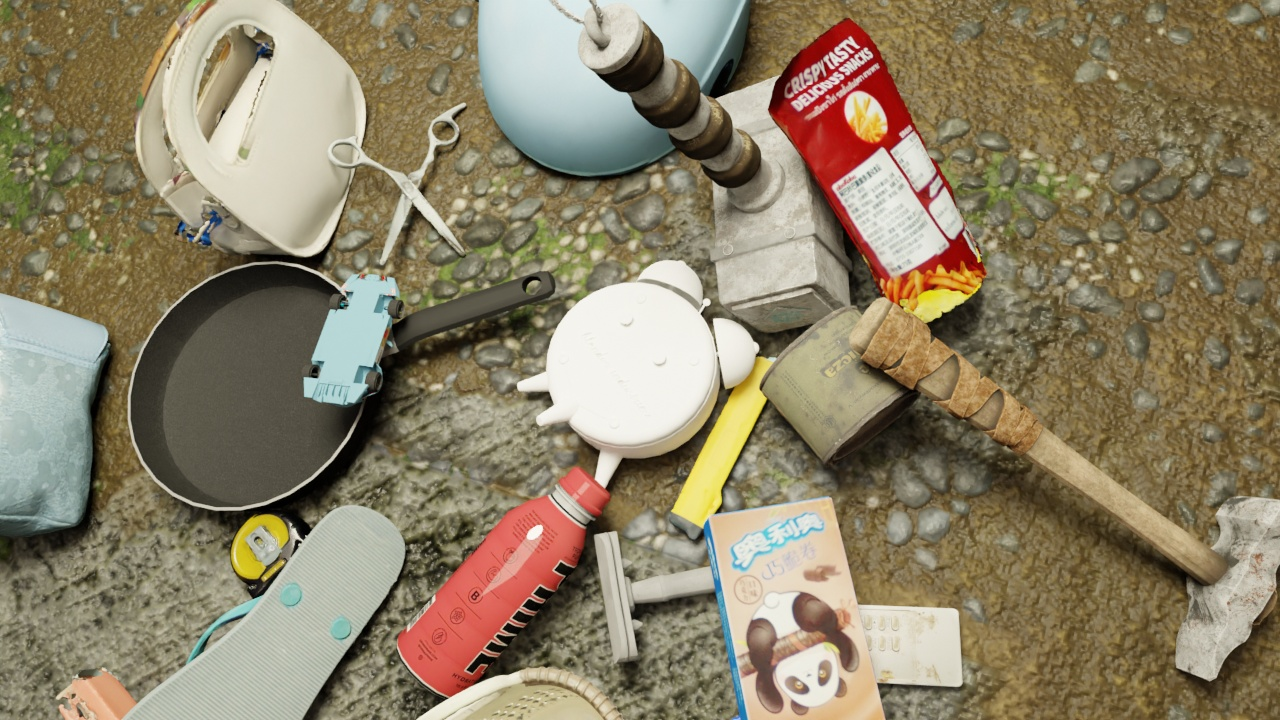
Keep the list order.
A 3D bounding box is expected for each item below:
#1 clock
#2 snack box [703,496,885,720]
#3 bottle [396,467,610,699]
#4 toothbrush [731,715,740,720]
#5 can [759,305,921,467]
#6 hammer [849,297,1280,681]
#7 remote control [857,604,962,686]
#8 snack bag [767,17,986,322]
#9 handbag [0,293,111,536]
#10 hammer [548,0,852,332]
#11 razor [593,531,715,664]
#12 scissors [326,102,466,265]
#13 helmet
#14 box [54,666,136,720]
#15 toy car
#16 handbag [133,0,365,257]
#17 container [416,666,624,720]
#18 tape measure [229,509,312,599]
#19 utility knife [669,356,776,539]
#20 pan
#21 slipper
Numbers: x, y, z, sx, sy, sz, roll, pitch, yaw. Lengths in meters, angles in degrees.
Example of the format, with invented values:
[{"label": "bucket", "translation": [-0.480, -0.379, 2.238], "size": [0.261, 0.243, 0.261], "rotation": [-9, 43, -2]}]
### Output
[{"label": "clock", "translation": [-0.004, 0.004, 0.678], "size": [0.161, 0.073, 0.125], "rotation": [-38, 70, -4]}, {"label": "snack box", "translation": [0.099, 0.172, 0.607], "size": [0.087, 0.034, 0.151], "rotation": [-8, 70, -7]}, {"label": "bottle", "translation": [-0.090, 0.150, 0.642], "size": [0.062, 0.062, 0.176], "rotation": [41, 88, 18]}, {"label": "toothbrush", "translation": [0.151, 0.253, 0.607], "size": [0.182, 0.018, 0.016], "rotation": [6, 73, 8]}, {"label": "can", "translation": [0.141, 0.019, 0.642], "size": [0.090, 0.090, 0.074], "rotation": [-37, 70, -4]}, {"label": "hammer", "translation": [0.269, 0.067, 0.583], "size": [0.319, 0.049, 0.121], "rotation": [36, 84, -1]}, {"label": "remote control", "translation": [0.147, 0.193, 0.627], "size": [0.136, 0.011, 0.050], "rotation": [0, 72, 9]}, {"label": "snack bag", "translation": [0.172, -0.132, 0.645], "size": [0.138, 0.067, 0.208], "rotation": [-43, 109, -34]}, {"label": "handbag", "translation": [-0.502, 0.044, 0.729], "size": [0.119, 0.121, 0.191], "rotation": [-13, 72, 23]}, {"label": "hammer", "translation": [0.043, -0.144, 0.590], "size": [0.080, 0.326, 0.176], "rotation": [-12, 69, 29]}, {"label": "razor", "translation": [0.032, 0.157, 0.644], "size": [0.116, 0.047, 0.088], "rotation": [-10, 71, -2]}, {"label": "scissors", "translation": [-0.190, -0.157, 0.777], "size": [0.141, 0.014, 0.174], "rotation": [31, 65, -7]}, {"label": "helmet", "translation": [-0.027, -0.287, 0.731], "size": [0.225, 0.167, 0.265], "rotation": [23, 86, 5]}, {"label": "box", "translation": [-0.358, 0.300, 0.657], "size": [0.187, 0.059, 0.056], "rotation": [40, 114, 19]}, {"label": "toy car", "translation": [-0.213, -0.013, 0.695], "size": [0.060, 0.027, 0.107], "rotation": [6, 64, 12]}, {"label": "handbag", "translation": [-0.317, -0.187, 0.726], "size": [0.093, 0.199, 0.200], "rotation": [6, 71, 15]}, {"label": "container", "translation": [-0.046, 0.316, 0.548], "size": [0.184, 0.143, 0.246], "rotation": [-33, 71, -3]}, {"label": "tape measure", "translation": [-0.281, 0.145, 0.698], "size": [0.061, 0.034, 0.061], "rotation": [-45, 70, -8]}, {"label": "utility knife", "translation": [0.065, 0.061, 0.680], "size": [0.030, 0.017, 0.151], "rotation": [26, 79, 11]}, {"label": "pan", "translation": [-0.234, -0.002, 0.733], "size": [0.356, 0.044, 0.204], "rotation": [-18, 70, 3]}, {"label": "slipper", "translation": [-0.271, 0.223, 0.658], "size": [0.098, 0.055, 0.268], "rotation": [45, 68, -10]}]
